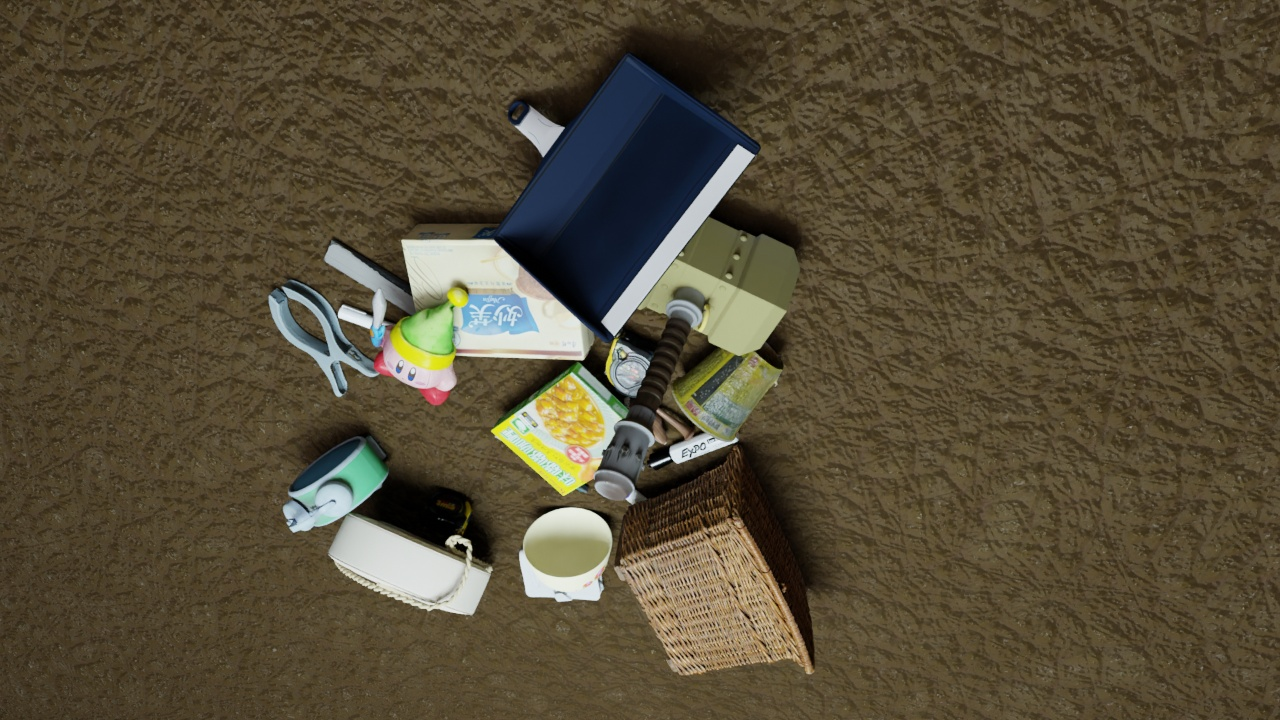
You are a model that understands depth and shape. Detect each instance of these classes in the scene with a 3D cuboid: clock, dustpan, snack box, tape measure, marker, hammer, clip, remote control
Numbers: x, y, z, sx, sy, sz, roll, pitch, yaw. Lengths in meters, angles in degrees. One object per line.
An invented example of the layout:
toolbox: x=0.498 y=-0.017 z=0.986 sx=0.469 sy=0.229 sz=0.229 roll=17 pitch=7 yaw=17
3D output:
clock: x=-0.408 y=0.174 z=1.220 sx=0.122 sy=0.161 sz=0.075 roll=-24 pitch=110 yaw=24
dustpan: x=-0.050 y=-0.190 z=0.925 sx=0.080 sy=0.273 sz=0.236 roll=29 pitch=103 yaw=-44
snack box: x=-0.087 y=0.089 z=1.140 sx=0.132 sy=0.027 sz=0.168 roll=44 pitch=128 yaw=-15
tape measure: x=-0.007 y=0.007 z=1.105 sx=0.071 sy=0.042 sz=0.072 roll=23 pitch=117 yaw=-2
marker: x=-0.318 y=-0.041 z=1.161 sx=0.133 sy=0.017 sz=0.020 roll=20 pitch=120 yaw=1
hammer: x=0.025 y=-0.004 z=0.918 sx=0.190 sy=0.323 sz=0.101 roll=25 pitch=145 yaw=-2
marker: x=0.017 y=0.203 z=1.224 sx=0.141 sy=0.020 sz=0.020 roll=40 pitch=119 yaw=-11
marker: x=0.064 y=0.110 z=1.156 sx=0.126 sy=0.025 sz=0.025 roll=-23 pitch=112 yaw=23
clip: x=-0.425 y=-0.023 z=1.192 sx=0.108 sy=0.027 sz=0.163 roll=-29 pitch=108 yaw=27
remote control: x=-0.326 y=-0.100 z=1.133 sx=0.136 sy=0.013 sz=0.033 roll=33 pitch=120 yaw=-5
snack box: x=-0.164 y=-0.081 z=1.082 sx=0.207 sy=0.055 sz=0.153 roll=2 pitch=119 yaw=12
tape measure: x=-0.268 y=0.211 z=1.267 sx=0.067 sy=0.062 sz=0.038 roll=18 pitch=121 yaw=1

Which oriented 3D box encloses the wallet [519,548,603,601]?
wallet: x=-0.114 y=0.305 z=1.303 sx=0.116 sy=0.032 sz=0.086 roll=-5 pitch=115 yaw=15

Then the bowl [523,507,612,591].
bowl: x=-0.095 y=0.267 z=1.236 sx=0.118 sy=0.117 sz=0.074 roll=5 pitch=131 yaw=10

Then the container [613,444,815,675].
container: x=0.091 y=0.270 z=1.151 sx=0.183 sy=0.162 sz=0.250 roll=-21 pitch=112 yaw=15

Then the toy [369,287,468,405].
toy: x=-0.255 y=-0.027 z=1.068 sx=0.124 sy=0.096 sz=0.132 roll=35 pitch=141 yaw=0

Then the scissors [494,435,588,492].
scissors: x=-0.117 y=0.128 z=1.211 sx=0.149 sy=0.019 sz=0.122 roll=-5 pitch=122 yaw=21

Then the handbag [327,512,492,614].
handbag: x=-0.309 y=0.271 z=1.251 sx=0.210 sy=0.103 sz=0.209 roll=24 pitch=165 yaw=-1

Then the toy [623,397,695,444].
toy: x=0.013 y=0.077 z=1.141 sx=0.102 sy=0.041 sz=0.055 roll=36 pitch=98 yaw=1

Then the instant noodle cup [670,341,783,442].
instant noodle cup: x=0.105 y=0.023 z=1.064 sx=0.102 sy=0.102 sz=0.108 roll=38 pitch=111 yaw=-10
